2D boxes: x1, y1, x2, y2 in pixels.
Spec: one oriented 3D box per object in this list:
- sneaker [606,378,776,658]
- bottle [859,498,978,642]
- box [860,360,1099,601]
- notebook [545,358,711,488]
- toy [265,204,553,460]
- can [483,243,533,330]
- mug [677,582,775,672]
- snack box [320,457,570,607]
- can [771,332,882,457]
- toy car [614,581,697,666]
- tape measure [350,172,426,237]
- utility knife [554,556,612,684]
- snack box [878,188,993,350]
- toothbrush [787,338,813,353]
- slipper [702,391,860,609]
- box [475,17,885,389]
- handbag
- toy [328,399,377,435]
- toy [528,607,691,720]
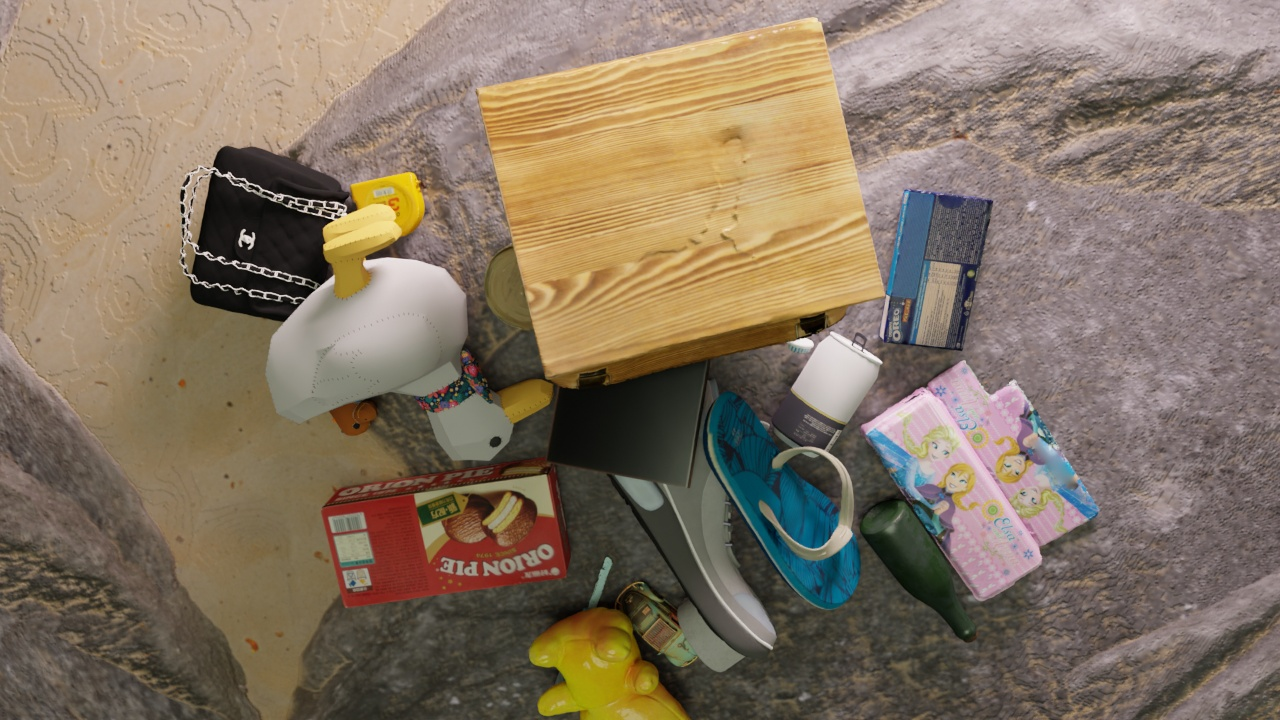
[{"bbox_3d":[0.085,0.145,0.890,0.160,0.093,0.256,-37,73,-1],"label":"sneaker"},{"bbox_3d":[0.297,0.225,0.952,0.055,0.055,0.174,-36,101,8],"label":"bottle"},{"bbox_3d":[0.352,0.118,0.937,0.159,0.035,0.230,-35,101,8],"label":"box"},{"bbox_3d":[-0.005,0.005,0.870,0.141,0.008,0.209,9,86,14],"label":"notebook"},{"bbox_3d":[-0.222,-0.005,0.860,0.246,0.141,0.268,-21,115,-10],"label":"toy"},{"bbox_3d":[-0.108,-0.075,0.896,0.086,0.043,0.086,0,103,1],"label":"can"},{"bbox_3d":[0.081,0.259,0.956,0.070,0.084,0.113,-39,70,11],"label":"mug"},{"bbox_3d":[-0.196,0.177,0.946,0.236,0.060,0.113,-9,102,3],"label":"snack box"},{"bbox_3d":[0.186,0.029,0.903,0.064,0.064,0.127,29,102,-6],"label":"can"},{"bbox_3d":[0.022,0.286,0.974,0.112,0.047,0.047,41,97,-8],"label":"toy car"},{"bbox_3d":[-0.239,-0.148,0.888,0.068,0.030,0.059,-11,102,6],"label":"tape measure"},{"bbox_3d":[-0.062,0.288,0.994,0.022,0.015,0.169,16,100,-9],"label":"utility knife"},{"bbox_3d":[0.285,-0.087,0.894,0.082,0.027,0.150,8,102,1],"label":"snack box"},{"bbox_3d":[0.063,-0.039,0.909,0.222,0.027,0.027,14,59,-2],"label":"toothbrush"},{"bbox_3d":[0.153,0.140,0.864,0.060,0.118,0.295,-9,133,39],"label":"slipper"},{"bbox_3d":[0.030,-0.116,0.774,0.279,0.176,0.247,-13,89,-7],"label":"box"},{"bbox_3d":[-0.349,-0.113,0.856,0.125,0.114,0.154,17,99,-4],"label":"handbag"},{"bbox_3d":[-0.319,0.038,0.932,0.103,0.070,0.090,-9,117,26],"label":"toy"},{"bbox_3d":[-0.032,0.347,0.965,0.135,0.087,0.194,-20,110,20],"label":"toy"}]
